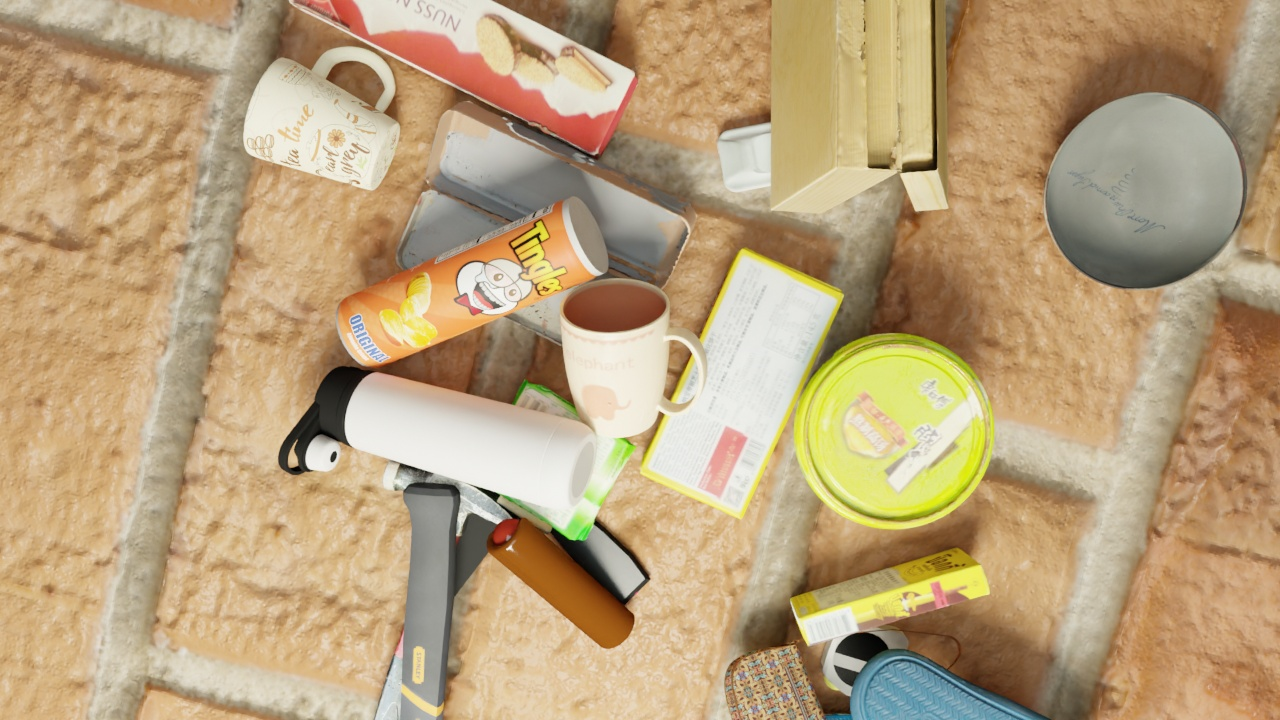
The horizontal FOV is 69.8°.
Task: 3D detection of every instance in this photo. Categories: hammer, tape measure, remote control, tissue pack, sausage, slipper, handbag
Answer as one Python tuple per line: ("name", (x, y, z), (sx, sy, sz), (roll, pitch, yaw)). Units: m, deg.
("hammer", (-0.185, 0.253, 0.776), (0.140, 0.036, 0.326), (16, 95, 2))
("tape measure", (0.187, 0.251, 0.771), (0.065, 0.016, 0.064), (16, 94, 1))
("remote control", (-0.047, 0.152, 0.774), (0.124, 0.010, 0.039), (45, 94, -1))
("tissue pack", (-0.073, 0.082, 0.750), (0.114, 0.034, 0.099), (31, 90, 8))
("sausage", (-0.063, 0.179, 0.739), (0.040, 0.040, 0.155), (-40, 117, 4))
("slipper", (0.253, 0.301, 0.711), (0.213, 0.059, 0.103), (31, 80, -4))
("handbag", (0.167, 0.260, 0.745), (0.195, 0.043, 0.093), (-17, 70, -9))
("hammer", (-0.182, 0.253, 0.743), (0.139, 0.035, 0.312), (4, 94, 3))
("remote control", (0.130, -0.171, 0.737), (0.133, 0.022, 0.050), (-11, 94, 3))

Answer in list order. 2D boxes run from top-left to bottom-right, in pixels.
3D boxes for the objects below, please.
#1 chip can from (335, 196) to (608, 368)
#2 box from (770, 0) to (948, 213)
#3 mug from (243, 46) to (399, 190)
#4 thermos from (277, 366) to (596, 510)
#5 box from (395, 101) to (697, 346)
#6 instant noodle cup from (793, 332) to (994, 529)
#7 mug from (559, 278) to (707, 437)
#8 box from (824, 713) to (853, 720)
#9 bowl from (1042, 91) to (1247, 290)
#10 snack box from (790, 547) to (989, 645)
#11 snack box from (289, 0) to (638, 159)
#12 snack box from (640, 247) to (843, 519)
("chip can", (-0.132, -0.058, 0.711), (0.211, 0.062, 0.062), (-21, 93, 18))
("box", (0.169, -0.242, 0.662), (0.148, 0.141, 0.248), (0, 87, -2))
("mug", (-0.241, -0.199, 0.733), (0.097, 0.081, 0.121), (23, 68, -7))
("thermos", (-0.156, 0.070, 0.709), (0.230, 0.069, 0.101), (13, 62, 15))
("box", (-0.078, -0.098, 0.740), (0.216, 0.063, 0.157), (25, 103, 0))
("instant noodle cup", (0.189, 0.051, 0.715), (0.146, 0.098, 0.146), (0, 94, 2))
("mug", (-0.004, 0.004, 0.699), (0.111, 0.085, 0.104), (11, 125, 15))
("box", (0.200, 0.341, 0.767), (0.243, 0.066, 0.090), (-2, 73, 2))
("bowl", (0.381, -0.128, 0.715), (0.151, 0.056, 0.151), (0, 94, 2))
("snack box", (0.199, 0.190, 0.743), (0.149, 0.061, 0.025), (-18, 91, 3))
("snack box", (-0.139, -0.253, 0.730), (0.273, 0.044, 0.076), (27, 95, 0))
("snack box", (0.080, 0.018, 0.744), (0.092, 0.042, 0.201), (24, 95, 1))
